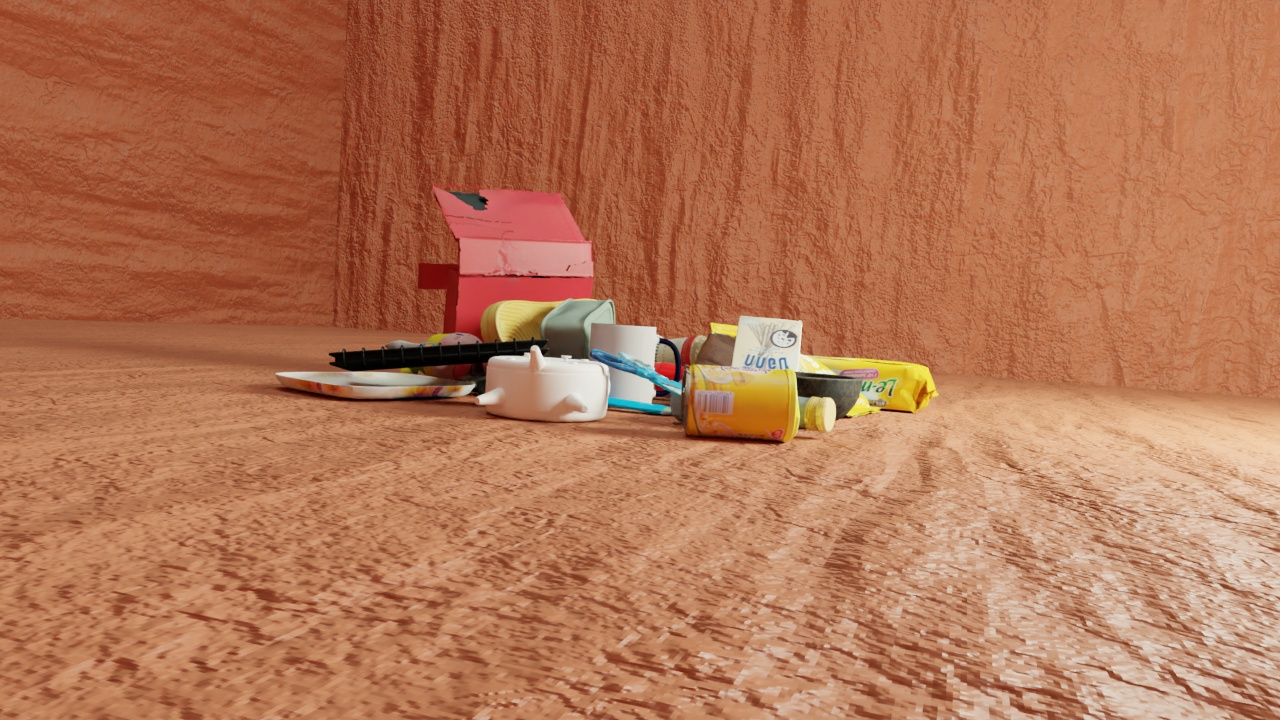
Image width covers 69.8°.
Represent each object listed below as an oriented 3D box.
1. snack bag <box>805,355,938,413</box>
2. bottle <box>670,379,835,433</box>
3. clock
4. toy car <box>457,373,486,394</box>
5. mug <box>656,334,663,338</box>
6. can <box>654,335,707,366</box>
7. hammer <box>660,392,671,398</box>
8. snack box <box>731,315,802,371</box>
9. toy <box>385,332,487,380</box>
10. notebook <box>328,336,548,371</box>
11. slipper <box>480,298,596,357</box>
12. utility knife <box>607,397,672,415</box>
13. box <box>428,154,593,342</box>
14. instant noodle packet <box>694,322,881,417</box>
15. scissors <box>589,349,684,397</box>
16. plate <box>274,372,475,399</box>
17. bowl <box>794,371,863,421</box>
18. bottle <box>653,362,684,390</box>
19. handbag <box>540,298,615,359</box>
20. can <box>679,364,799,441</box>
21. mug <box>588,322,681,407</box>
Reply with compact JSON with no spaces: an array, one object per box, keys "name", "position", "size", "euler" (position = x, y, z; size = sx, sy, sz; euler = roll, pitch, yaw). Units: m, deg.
[{"name":"snack bag","position":[0.320,0.031,1.366],"size":[0.248,0.068,0.159],"euler":[5,2,23]},{"name":"bottle","position":[0.116,0.047,0.932],"size":[0.161,0.046,0.072],"euler":[5,4,32]},{"name":"clock","position":[-0.095,0.020,0.944],"size":[0.125,0.073,0.161],"euler":[4,3,6]},{"name":"toy car","position":[-0.170,0.023,1.143],"size":[0.112,0.040,0.048],"euler":[2,2,-26]},{"name":"mug","position":[-0.008,0.009,1.457],"size":[0.114,0.081,0.088],"euler":[-29,3,-11]},{"name":"can","position":[0.026,0.003,1.339],"size":[0.170,0.067,0.067],"euler":[-5,-3,34]},{"name":"hammer","position":[-0.072,0.030,1.273],"size":[0.317,0.028,0.146],"euler":[5,3,25]},{"name":"snack box","position":[0.154,0.005,1.134],"size":[0.082,0.026,0.149],"euler":[6,46,10]},{"name":"toy","position":[-0.263,0.005,1.219],"size":[0.131,0.097,0.124],"euler":[24,16,19]},{"name":"notebook","position":[-0.226,-0.005,1.056],"size":[0.231,0.019,0.169],"euler":[-4,-3,-10]},{"name":"slipper","position":[-0.131,-0.033,1.267],"size":[0.079,0.099,0.262],"euler":[-18,-10,33]},{"name":"utility knife","position":[-0.052,0.046,1.060],"size":[0.209,0.015,0.031],"euler":[9,3,24]},{"name":"box","position":[-0.180,-0.149,1.327],"size":[0.210,0.315,0.124],"euler":[-3,-5,-32]},{"name":"instant noodle packet","position":[0.204,0.026,1.237],"size":[0.222,0.084,0.162],"euler":[24,9,27]},{"name":"scissors","position":[0.007,0.016,0.920],"size":[0.090,0.014,0.141],"euler":[11,15,-46]},{"name":"plate","position":[-0.306,0.029,1.062],"size":[0.187,0.016,0.186],"euler":[6,3,41]},{"name":"bowl","position":[0.179,0.043,1.003],"size":[0.121,0.056,0.121],"euler":[4,3,0]},{"name":"bottle","position":[0.020,0.020,1.149],"size":[0.119,0.036,0.036],"euler":[5,3,25]},{"name":"handbag","position":[-0.072,-0.021,1.193],"size":[0.067,0.106,0.121],"euler":[0,20,19]},{"name":"can","position":[0.091,0.039,0.850],"size":[0.105,0.067,0.067],"euler":[3,3,-1]},{"name":"mug","position":[-0.007,0.006,1.105],"size":[0.112,0.097,0.078],"euler":[4,3,-3]}]
